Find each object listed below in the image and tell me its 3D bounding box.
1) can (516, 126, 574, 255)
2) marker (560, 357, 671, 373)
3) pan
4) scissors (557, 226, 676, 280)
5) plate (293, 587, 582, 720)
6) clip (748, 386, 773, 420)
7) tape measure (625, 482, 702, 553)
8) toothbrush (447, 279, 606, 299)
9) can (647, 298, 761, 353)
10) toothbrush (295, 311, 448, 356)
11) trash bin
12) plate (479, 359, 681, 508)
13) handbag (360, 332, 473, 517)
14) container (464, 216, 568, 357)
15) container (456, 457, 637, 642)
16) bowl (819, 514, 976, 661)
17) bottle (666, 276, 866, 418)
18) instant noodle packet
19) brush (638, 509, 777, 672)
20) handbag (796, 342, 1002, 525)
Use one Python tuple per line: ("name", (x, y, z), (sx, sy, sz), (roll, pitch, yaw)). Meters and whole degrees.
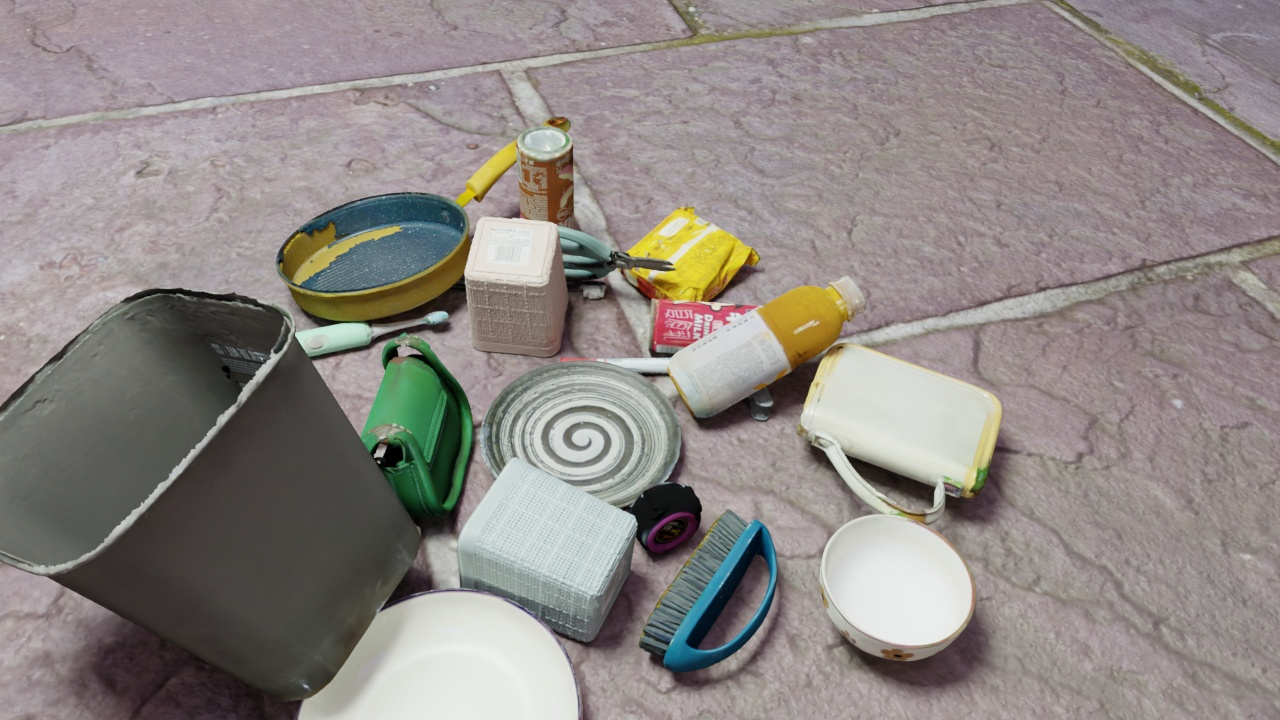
("can", (-0.099, -0.170, 0.969), (0.058, 0.148, 0.057), (2, 45, -2))
("marker", (-0.005, 0.005, 0.893), (0.145, 0.017, 0.017), (0, 45, -4))
("pan", (-0.213, -0.162, 0.975), (0.356, 0.078, 0.198), (-32, 44, -27))
("scissors", (-0.049, -0.109, 0.919), (0.180, 0.143, 0.019), (6, 72, 23))
("plate", (-0.136, 0.250, 0.628), (0.192, 0.039, 0.192), (2, 45, -2))
("clip", (0.112, 0.032, 0.875), (0.025, 0.032, 0.057), (-2, 38, -9))
("tape measure", (0.019, 0.126, 0.746), (0.057, 0.058, 0.039), (-3, 41, -33))
("toothbrush", (-0.127, -0.076, 0.968), (0.181, 0.016, 0.018), (2, 54, -3))
("can", (0.075, -0.030, 0.908), (0.133, 0.053, 0.053), (4, 45, 0))
("toothbrush", (-0.299, -0.021, 0.895), (0.224, 0.026, 0.027), (-13, 12, -16))
("trash bin", (-0.280, 0.096, 0.610), (0.199, 0.220, 0.198), (9, 53, 32))
("plate", (-0.053, 0.070, 0.823), (0.179, 0.024, 0.179), (3, 45, -3))
("handbag", (-0.188, 0.059, 0.758), (0.068, 0.120, 0.131), (0, 47, 4))
("container", (-0.120, -0.074, 0.888), (0.090, 0.111, 0.089), (6, 55, 2))
("container", (-0.068, 0.147, 0.701), (0.111, 0.090, 0.089), (20, 48, 12))
("bowl", (0.190, 0.181, 0.700), (0.113, 0.062, 0.113), (1, 44, -1))
("bottle", (0.118, -0.016, 0.846), (0.189, 0.068, 0.068), (-29, 50, 1))
("instant noodle packet", (0.051, -0.107, 0.989), (0.111, 0.044, 0.128), (37, 58, 21))
("brush", (0.062, 0.179, 0.699), (0.073, 0.055, 0.143), (26, 49, 22))
("handbag", (0.217, 0.074, 0.800), (0.163, 0.063, 0.178), (20, 40, 15))
